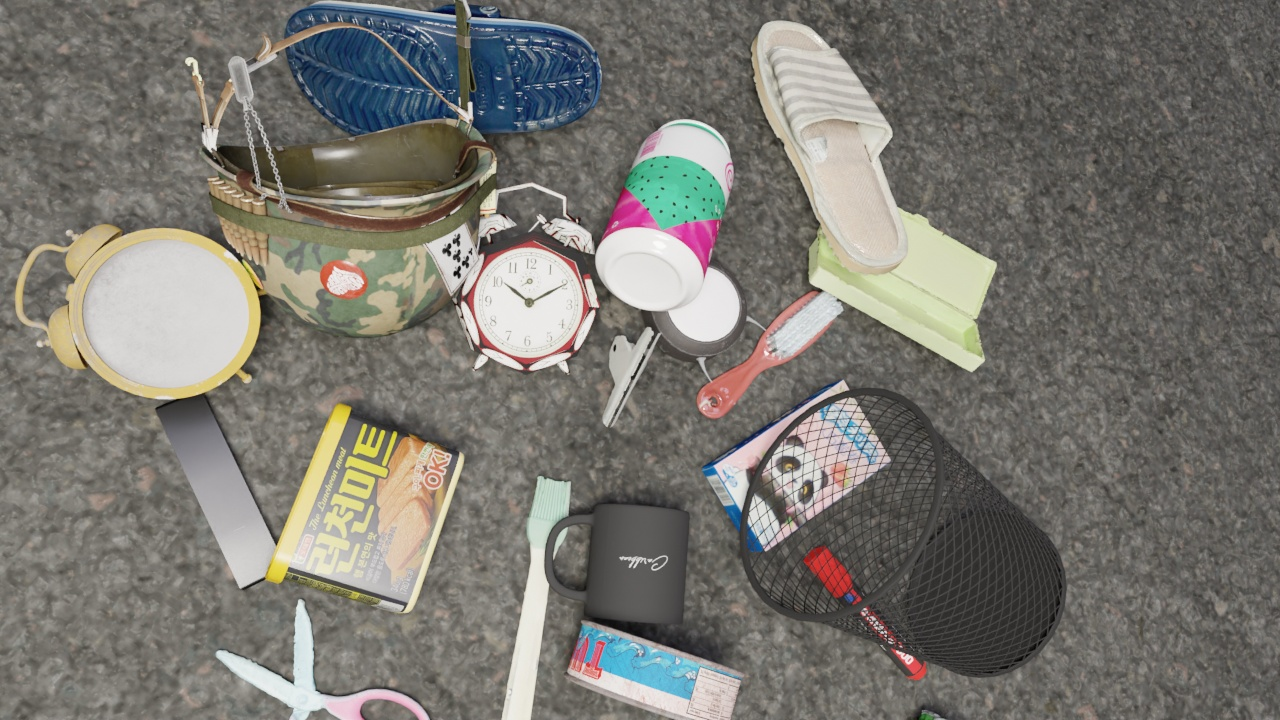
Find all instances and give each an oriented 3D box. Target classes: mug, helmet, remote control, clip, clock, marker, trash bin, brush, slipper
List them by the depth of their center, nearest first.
[{"bbox_3d":[-0.199,-0.132,0.645,0.192,0.225,0.236,-16,105,-31],"label":"helmet"},{"bbox_3d":[-0.356,-0.037,0.661,0.158,0.081,0.117,14,86,-24],"label":"clock"},{"bbox_3d":[-0.313,0.096,0.684,0.034,0.013,0.150,-26,87,-24],"label":"remote control"},{"bbox_3d":[-0.020,0.160,0.730,0.113,0.078,0.088,6,77,-5],"label":"mug"},{"bbox_3d":[0.218,0.151,0.733,0.210,0.184,0.183,32,70,-30],"label":"trash bin"},{"bbox_3d":[-0.086,0.203,0.734,0.033,0.012,0.217,12,77,-14],"label":"brush"},{"bbox_3d":[-0.095,-0.067,0.754,0.114,0.065,0.154,3,94,-16],"label":"clock"},{"bbox_3d":[-0.158,-0.241,0.762,0.253,0.105,0.095,4,36,-3],"label":"slipper"},{"bbox_3d":[-0.005,0.005,0.778,0.041,0.102,0.054,19,30,-15],"label":"clip"},{"bbox_3d":[0.046,-0.050,0.807,0.091,0.044,0.123,-43,93,-20],"label":"clock"},{"bbox_3d":[0.201,0.224,0.811,0.145,0.024,0.021,48,32,-3],"label":"marker"},{"bbox_3d":[0.119,-0.008,0.829,0.172,0.030,0.041,-40,92,-19],"label":"brush"},{"bbox_3d":[0.182,-0.207,0.857,0.114,0.054,0.272,-10,73,-31],"label":"slipper"}]

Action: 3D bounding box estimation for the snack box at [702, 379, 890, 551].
[{"bbox_3d":[0.140,0.092,0.814,0.154,0.033,0.088,-31,90,-20],"label":"snack box"}]

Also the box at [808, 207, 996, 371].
[{"bbox_3d":[0.250,-0.080,0.879,0.187,0.048,0.140,26,61,-11],"label":"box"}]

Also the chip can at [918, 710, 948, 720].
[{"bbox_3d":[0.211,0.400,0.752,0.075,0.076,0.222,40,71,-6],"label":"chip can"}]

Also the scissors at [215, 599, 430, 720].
[{"bbox_3d":[-0.245,0.272,0.671,0.170,0.014,0.167,32,71,-9],"label":"scissors"}]

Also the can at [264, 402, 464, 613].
[{"bbox_3d":[-0.201,0.112,0.678,0.101,0.073,0.130,23,68,-17],"label":"can"}]

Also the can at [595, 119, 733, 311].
[{"bbox_3d":[0.024,-0.123,0.770,0.088,0.088,0.165,27,51,-10],"label":"can"}]

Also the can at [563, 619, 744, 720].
[{"bbox_3d":[0.010,0.237,0.693,0.130,0.130,0.044,22,73,-12],"label":"can"}]
